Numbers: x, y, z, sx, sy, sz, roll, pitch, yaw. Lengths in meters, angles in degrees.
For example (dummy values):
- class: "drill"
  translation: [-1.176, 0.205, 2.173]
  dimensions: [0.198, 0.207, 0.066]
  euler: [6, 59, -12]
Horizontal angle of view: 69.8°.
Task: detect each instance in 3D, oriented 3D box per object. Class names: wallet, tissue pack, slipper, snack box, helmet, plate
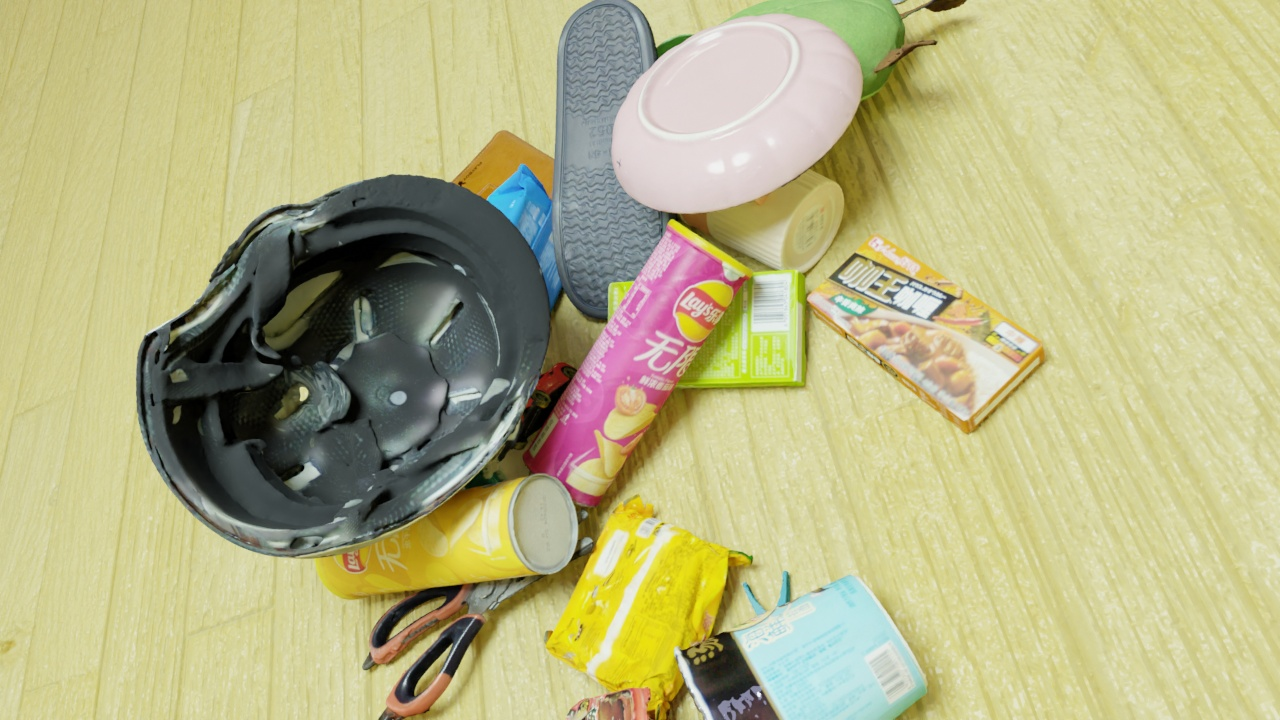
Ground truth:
- class: "wallet"
  translation: [-0.130, -0.155, 0.882]
  dimensions: [0.119, 0.035, 0.131]
  euler: [-46, 53, -9]
- class: "tissue pack"
  translation: [-0.110, -0.081, 0.792]
  dimensions: [0.052, 0.095, 0.157]
  euler: [8, 68, 36]
- class: "slipper"
  translation: [-0.012, -0.169, 0.790]
  dimensions: [0.111, 0.083, 0.268]
  euler: [-3, 89, 23]
- class: "snack box"
  translation: [0.198, -0.023, 0.651]
  dimensions: [0.075, 0.026, 0.154]
  euler: [-44, 54, -2]
- class: "helmet"
  translation: [-0.194, 0.015, 0.651]
  dimensions: [0.230, 0.157, 0.273]
  euler: [39, 71, 4]
- class: "snack box"
  translation: [0.048, -0.022, 0.708]
  dimensions: [0.157, 0.026, 0.085]
  euler: [-3, 82, 25]
- class: "plate"
  translation: [0.060, -0.190, 0.662]
  dimensions: [0.193, 0.039, 0.192]
  euler: [-15, 49, 19]

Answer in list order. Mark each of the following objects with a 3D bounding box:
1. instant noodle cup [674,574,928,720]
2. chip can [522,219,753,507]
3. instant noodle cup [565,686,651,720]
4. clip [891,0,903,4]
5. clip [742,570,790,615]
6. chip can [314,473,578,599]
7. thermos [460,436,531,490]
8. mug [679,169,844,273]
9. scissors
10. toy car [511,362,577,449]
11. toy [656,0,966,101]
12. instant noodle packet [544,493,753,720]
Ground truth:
- class: "instant noodle cup"
  translation: [0.098, 0.190, 0.546]
  dimensions: [0.120, 0.111, 0.111]
  euler: [-31, 54, -3]
- class: "chip can"
  translation: [-0.004, 0.004, 0.676]
  dimensions: [0.071, 0.071, 0.211]
  euler: [40, 102, 36]
- class: "instant noodle cup"
  translation: [-0.006, 0.277, 0.522]
  dimensions: [0.079, 0.189, 0.164]
  euler: [12, 66, -8]
- class: "clip"
  translation: [0.220, -0.339, 0.814]
  dimensions: [0.026, 0.042, 0.058]
  euler: [-30, 58, 7]
- class: "clip"
  translation: [0.089, 0.169, 0.610]
  dimensions: [0.033, 0.013, 0.054]
  euler: [-21, 57, 16]
- class: "chip can"
  translation: [-0.149, 0.134, 0.682]
  dimensions: [0.214, 0.072, 0.072]
  euler: [-15, 58, 34]
- class: "thermos"
  translation: [-0.197, 0.087, 0.763]
  dimensions: [0.225, 0.073, 0.073]
  euler: [-9, 61, 21]
- class: "mug"
  translation: [0.086, -0.127, 0.708]
  dimensions: [0.106, 0.114, 0.081]
  euler: [34, 94, 33]
- class: "scissors"
  translation: [-0.123, 0.189, 0.679]
  dimensions: [0.202, 0.015, 0.205]
  euler: [-1, 57, 41]
- class: "toy car"
  translation: [-0.080, 0.033, 0.711]
  dimensions: [0.031, 0.106, 0.049]
  euler: [32, 114, 6]
- class: "toy"
  translation: [0.139, -0.256, 0.764]
  dimensions: [0.247, 0.090, 0.226]
  euler: [4, 44, 35]
- class: "instant noodle packet"
  translation: [0.005, 0.167, 0.635]
  dimensions: [0.111, 0.044, 0.128]
  euler: [20, 72, 35]
